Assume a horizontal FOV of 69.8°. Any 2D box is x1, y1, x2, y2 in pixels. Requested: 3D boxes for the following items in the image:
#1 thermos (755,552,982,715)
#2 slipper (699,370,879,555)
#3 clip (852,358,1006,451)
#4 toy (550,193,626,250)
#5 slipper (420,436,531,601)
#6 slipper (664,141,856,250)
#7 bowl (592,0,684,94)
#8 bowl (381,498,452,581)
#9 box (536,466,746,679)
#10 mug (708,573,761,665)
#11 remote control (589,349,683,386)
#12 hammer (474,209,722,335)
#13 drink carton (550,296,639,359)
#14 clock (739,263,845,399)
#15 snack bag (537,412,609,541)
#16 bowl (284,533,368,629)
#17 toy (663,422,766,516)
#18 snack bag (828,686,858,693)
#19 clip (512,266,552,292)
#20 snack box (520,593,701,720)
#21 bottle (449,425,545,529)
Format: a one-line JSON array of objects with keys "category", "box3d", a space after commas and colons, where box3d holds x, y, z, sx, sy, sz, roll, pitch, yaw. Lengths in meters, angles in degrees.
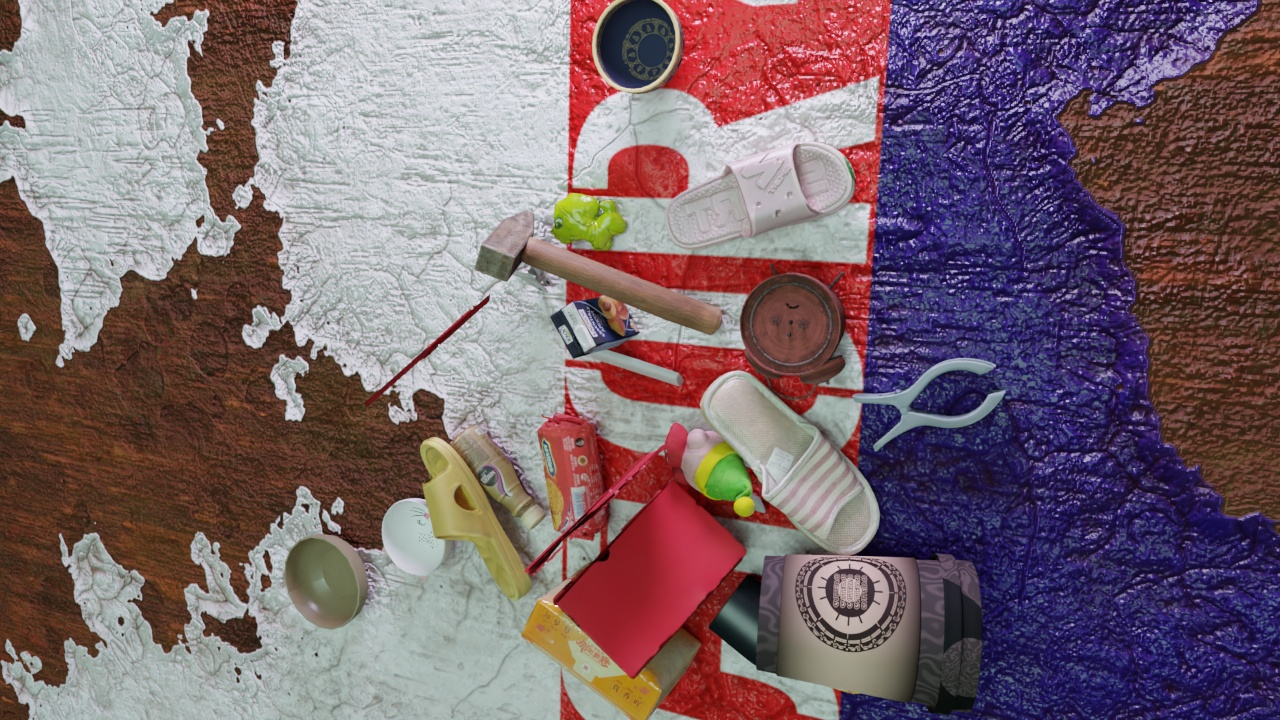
[{"category": "thermos", "box3d": [0.248, 0.294, 1.027, 0.226, 0.172, 0.173, 4, 100, 10]}, {"category": "slipper", "box3d": [0.178, 0.120, 1.080, 0.115, 0.052, 0.263, -43, 86, -13]}, {"category": "clip", "box3d": [0.324, 0.031, 1.050, 0.163, 0.028, 0.112, -25, 86, 25]}, {"category": "toy", "box3d": [-0.071, -0.180, 1.190, 0.093, 0.036, 0.094, 46, 115, 3]}, {"category": "slipper", "box3d": [-0.249, 0.233, 1.288, 0.263, 0.078, 0.100, 59, 151, -6]}, {"category": "slipper", "box3d": [0.130, -0.192, 1.081, 0.240, 0.064, 0.094, -15, 92, 27]}, {"category": "bowl", "box3d": [0.005, -0.378, 1.107, 0.112, 0.061, 0.112, 4, 100, 24]}, {"category": "bowl", "box3d": [-0.324, 0.256, 1.366, 0.115, 0.050, 0.115, 4, 100, 24]}, {"category": "box", "box3d": [-0.011, 0.291, 1.231, 0.198, 0.352, 0.216, 42, 72, 13]}, {"category": "mug", "box3d": [0.159, 0.316, 1.149, 0.094, 0.085, 0.121, 37, 82, 14]}, {"category": "remote control", "box3d": [-0.007, 0.007, 1.191, 0.131, 0.033, 0.012, 18, 75, 21]}, {"category": "hammer", "box3d": [-0.040, -0.100, 1.133, 0.301, 0.157, 0.037, 21, 117, -2]}, {"category": "drink carton", "box3d": [-0.056, -0.045, 1.152, 0.040, 0.129, 0.064, -32, 84, 26]}, {"category": "clock", "box3d": [0.181, -0.030, 1.079, 0.121, 0.072, 0.158, 9, 101, 23]}, {"category": "snack bag", "box3d": [-0.088, 0.155, 1.233, 0.082, 0.082, 0.176, -5, 97, 25]}, {"category": "bowl", "box3d": [-0.489, 0.344, 1.456, 0.152, 0.050, 0.152, 4, 100, 24]}, {"category": "toy", "box3d": [0.094, 0.146, 1.128, 0.131, 0.096, 0.124, 12, 138, 28]}, {"category": "snack bag", "box3d": [0.232, 0.395, 1.155, 0.099, 0.020, 0.026, 11, 104, 23]}, {"category": "clip", "box3d": [-0.147, -0.112, 1.220, 0.102, 0.056, 0.056, 20, 123, 54]}, {"category": "snack box", "box3d": [-0.033, 0.359, 1.200, 0.195, 0.144, 0.081, 32, 110, 17]}, {"category": "bottle", "box3d": [-0.198, 0.167, 1.291, 0.166, 0.059, 0.060, 46, 113, 11]}]
